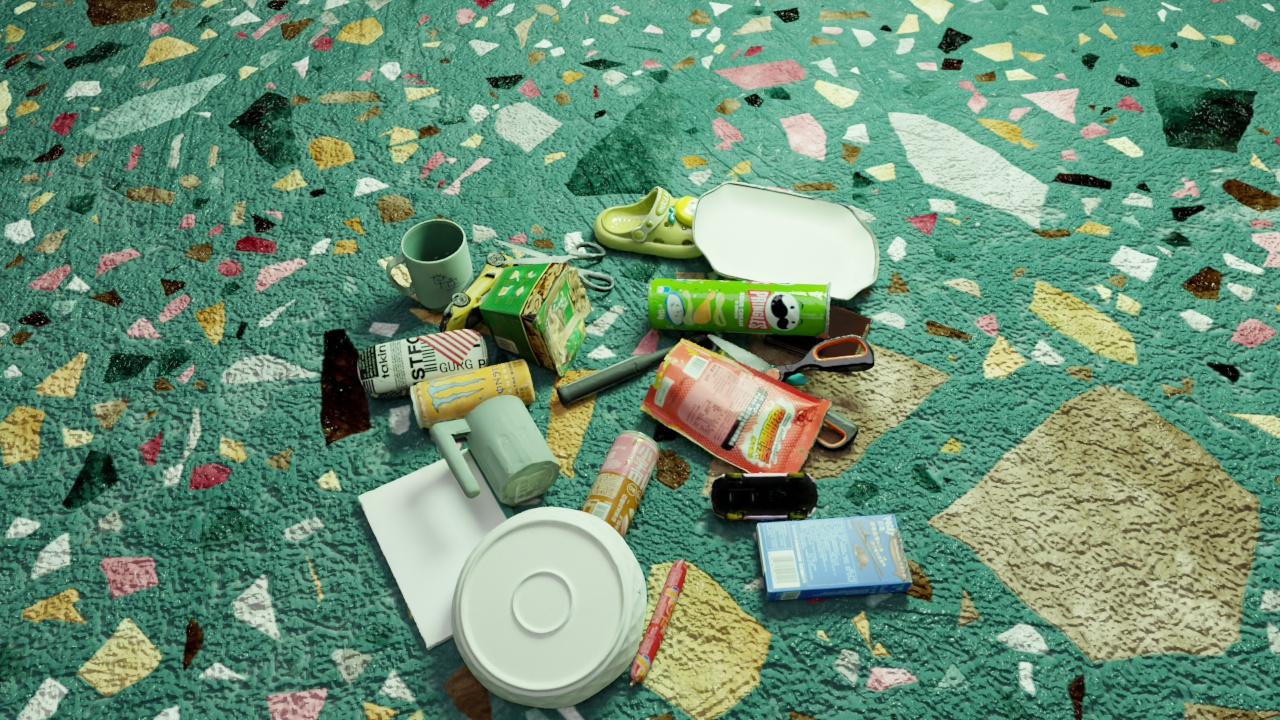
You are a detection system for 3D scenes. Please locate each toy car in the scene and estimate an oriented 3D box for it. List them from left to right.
[{"bbox_3d":[-0.215,-0.083,1.223,0.041,0.071,0.155,30,52,6],"label":"toy car"},{"bbox_3d":[0.141,0.156,1.050,0.122,0.037,0.056,-1,82,5],"label":"toy car"}]

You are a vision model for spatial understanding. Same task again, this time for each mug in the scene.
[{"bbox_3d":[-0.283,-0.120,1.235,0.111,0.106,0.082,-17,55,-13],"label":"mug"},{"bbox_3d":[-0.167,0.108,1.061,0.123,0.084,0.103,-10,50,-38],"label":"mug"}]

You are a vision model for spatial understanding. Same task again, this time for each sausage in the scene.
[{"bbox_3d":[0.021,0.276,0.976,0.020,0.020,0.155,17,55,14],"label":"sausage"}]

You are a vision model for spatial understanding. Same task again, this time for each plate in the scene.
[{"bbox_3d":[-0.097,0.250,0.945,0.205,0.045,0.204,-2,71,5],"label":"plate"},{"bbox_3d":[0.198,-0.160,1.271,0.265,0.034,0.161,10,63,-6],"label":"plate"}]

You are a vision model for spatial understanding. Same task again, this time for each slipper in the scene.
[{"bbox_3d":[0.025,-0.200,1.311,0.190,0.082,0.091,3,55,6],"label":"slipper"}]

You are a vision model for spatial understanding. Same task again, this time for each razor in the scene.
[{"bbox_3d":[0.153,0.007,1.177,0.132,0.028,0.043,19,79,15],"label":"razor"}]

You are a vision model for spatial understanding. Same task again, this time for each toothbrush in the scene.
[{"bbox_3d":[-0.007,0.007,1.181,0.212,0.027,0.026,-23,92,-16],"label":"toothbrush"}]

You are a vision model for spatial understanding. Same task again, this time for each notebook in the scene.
[{"bbox_3d":[-0.213,0.203,1.041,0.150,0.012,0.209,-25,56,-18],"label":"notebook"}]

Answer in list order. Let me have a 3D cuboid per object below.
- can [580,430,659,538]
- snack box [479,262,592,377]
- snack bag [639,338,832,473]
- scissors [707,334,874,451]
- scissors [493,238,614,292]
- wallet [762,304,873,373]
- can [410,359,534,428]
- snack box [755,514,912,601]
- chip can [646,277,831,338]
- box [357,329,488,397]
[{"bbox_3d":[-0.028,0.153,1.048,0.058,0.058,0.147,17,54,14],"label":"can"},{"bbox_3d":[-0.140,-0.060,1.193,0.106,0.118,0.117,8,51,23],"label":"snack box"},{"bbox_3d":[0.113,0.061,1.113,0.208,0.073,0.128,27,74,14],"label":"snack bag"},{"bbox_3d":[0.189,0.022,1.147,0.223,0.022,0.221,-36,70,-1],"label":"scissors"},{"bbox_3d":[-0.110,-0.137,1.265,0.172,0.014,0.159,38,41,5],"label":"scissors"},{"bbox_3d":[0.236,-0.040,1.219,0.122,0.020,0.096,21,59,15],"label":"wallet"},{"bbox_3d":[-0.207,0.042,1.138,0.146,0.058,0.058,-13,53,-9],"label":"can"},{"bbox_3d":[0.211,0.217,1.013,0.157,0.026,0.084,-3,52,-2],"label":"snack box"},{"bbox_3d":[0.127,-0.069,1.194,0.236,0.072,0.072,3,52,12],"label":"chip can"},{"bbox_3d":[-0.276,0.012,1.179,0.163,0.079,0.074,-13,76,-11],"label":"box"}]
